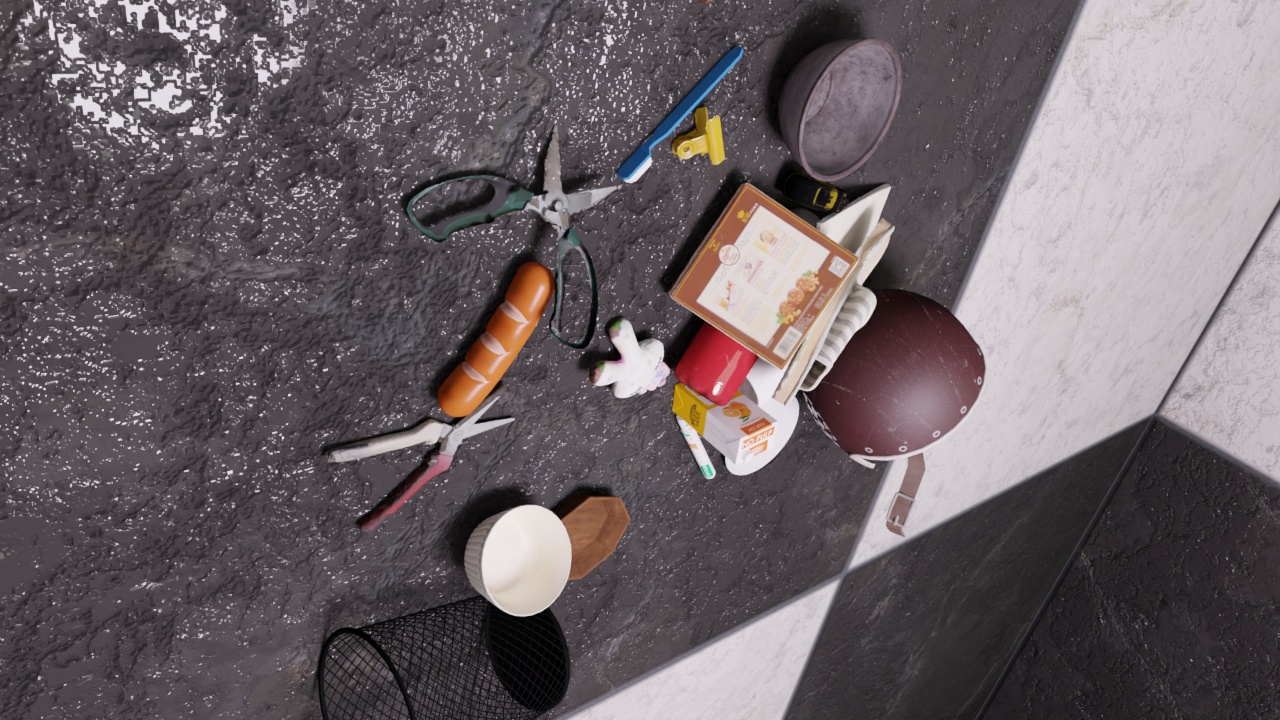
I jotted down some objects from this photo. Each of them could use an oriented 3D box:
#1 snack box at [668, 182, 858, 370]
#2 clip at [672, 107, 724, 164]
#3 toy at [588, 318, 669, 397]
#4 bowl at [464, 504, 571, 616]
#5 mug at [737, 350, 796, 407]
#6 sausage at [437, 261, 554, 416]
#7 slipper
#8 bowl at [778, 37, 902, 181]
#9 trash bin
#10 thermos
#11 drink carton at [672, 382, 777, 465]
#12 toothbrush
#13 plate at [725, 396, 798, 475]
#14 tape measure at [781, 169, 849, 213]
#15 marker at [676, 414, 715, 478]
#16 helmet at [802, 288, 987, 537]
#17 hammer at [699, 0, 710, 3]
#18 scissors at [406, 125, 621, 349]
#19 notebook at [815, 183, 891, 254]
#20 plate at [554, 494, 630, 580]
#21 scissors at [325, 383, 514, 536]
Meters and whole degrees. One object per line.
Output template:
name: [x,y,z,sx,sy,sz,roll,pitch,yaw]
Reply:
snack box: [0.128,-0.089,0.968,0.143,0.147,0.041,-57,-176,8]
clip: [0.055,-0.213,0.885,0.054,0.048,0.046,75,22,-47]
toy: [-0.006,0.006,0.990,0.122,0.038,0.079,25,95,-54]
bowl: [-0.138,0.212,0.985,0.115,0.063,0.115,6,82,-42]
mug: [0.144,-0.010,1.106,0.090,0.074,0.110,-35,114,-18]
sausage: [-0.131,-0.018,0.846,0.164,0.039,0.044,-55,145,7]
slipper: [0.230,-0.054,1.048,0.271,0.054,0.115,-55,175,-29]
bowl: [0.192,-0.264,0.935,0.144,0.067,0.145,-26,136,-28]
trash bin: [-0.200,0.341,0.976,0.209,0.184,0.184,-10,127,-47]
thermos: [0.129,-0.064,1.035,0.240,0.073,0.073,-58,142,1]
drink carton: [0.099,0.067,1.073,0.058,0.122,0.040,-21,134,-32]
toothbrush: [0.039,-0.229,0.857,0.166,0.016,0.014,-47,142,-4]
plate: [0.164,0.098,1.253,0.134,0.011,0.135,-25,136,-28]
tape measure: [0.186,-0.187,0.998,0.061,0.062,0.034,0,117,-44]
marker: [0.071,0.109,1.167,0.017,0.017,0.145,-41,141,-11]
helmet: [0.320,0.038,1.177,0.233,0.234,0.253,-42,146,-1]
hammer: [0.179,-0.402,0.840,0.322,0.033,0.115,-32,140,-20]
scissors: [-0.095,-0.095,0.796,0.201,0.015,0.205,-19,111,-28]
notebook: [0.235,-0.119,1.093,0.208,0.012,0.153,-32,142,-49]
plate: [-0.073,0.207,1.100,0.131,0.025,0.131,-25,136,-28]
scissors: [-0.213,0.089,0.874,0.198,0.015,0.179,-56,142,6]
